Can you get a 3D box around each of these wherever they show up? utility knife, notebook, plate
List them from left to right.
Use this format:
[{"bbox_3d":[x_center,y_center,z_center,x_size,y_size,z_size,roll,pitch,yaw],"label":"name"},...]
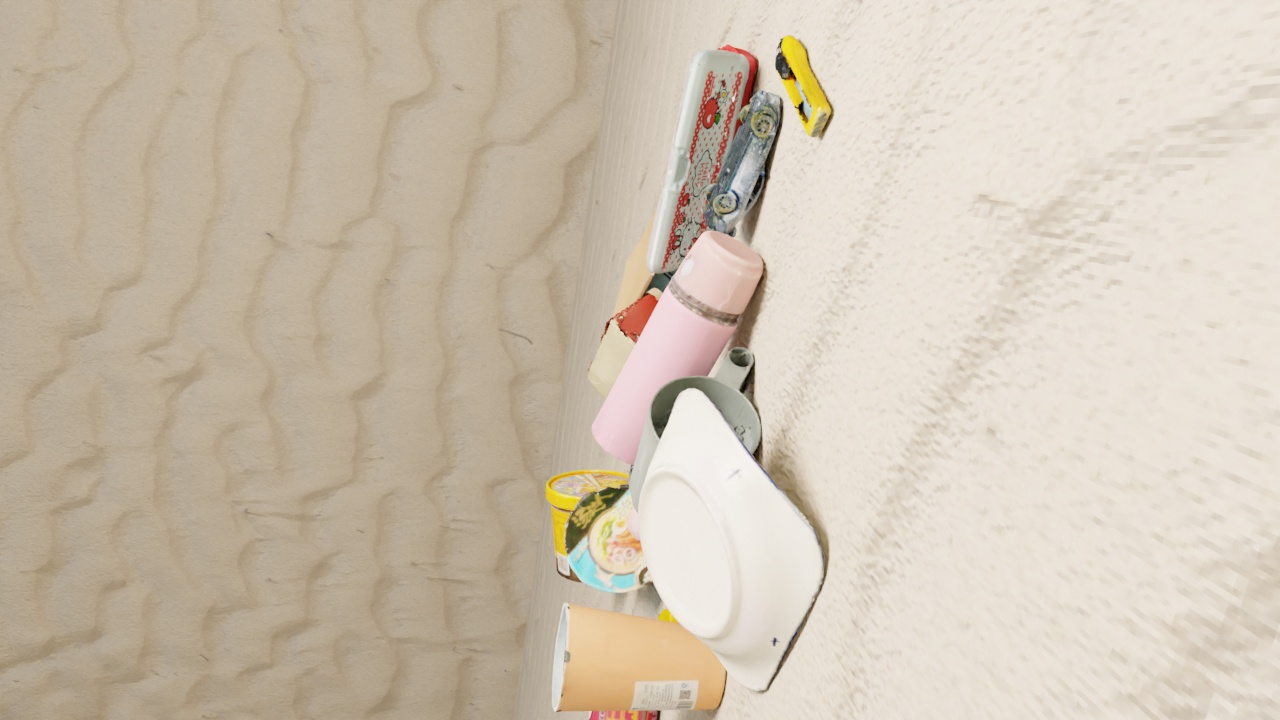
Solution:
[{"bbox_3d":[0.000,-0.101,1.006,0.212,0.012,0.149,123,164,-61],"label":"notebook"},{"bbox_3d":[0.040,0.118,0.588,0.164,0.034,0.164,53,143,38],"label":"plate"},{"bbox_3d":[0.114,-0.202,0.662,0.153,0.015,0.033,-94,12,-54],"label":"utility knife"}]

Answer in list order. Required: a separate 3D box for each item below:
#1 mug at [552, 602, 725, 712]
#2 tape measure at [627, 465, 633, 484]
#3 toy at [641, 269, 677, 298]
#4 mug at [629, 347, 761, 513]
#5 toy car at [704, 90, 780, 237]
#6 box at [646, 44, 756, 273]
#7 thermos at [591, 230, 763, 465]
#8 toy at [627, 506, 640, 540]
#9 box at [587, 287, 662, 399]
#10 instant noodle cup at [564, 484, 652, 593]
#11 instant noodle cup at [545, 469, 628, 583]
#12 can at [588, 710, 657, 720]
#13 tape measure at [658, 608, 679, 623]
[{"bbox_3d":[-0.001,0.228,0.692,0.078,0.122,0.078,-174,91,-83],"label":"mug"},{"bbox_3d":[0.002,0.145,1.077,0.058,0.025,0.055,-105,25,-58],"label":"tape measure"},{"bbox_3d":[0.025,-0.076,1.018,0.161,0.049,0.157,-105,32,-50],"label":"toy"},{"bbox_3d":[0.047,0.063,0.714,0.123,0.084,0.104,-54,-13,-40],"label":"mug"},{"bbox_3d":[0.086,-0.161,0.754,0.054,0.036,0.121,-102,31,-68],"label":"toy car"},{"bbox_3d":[0.061,-0.187,0.854,0.159,0.065,0.201,-53,-23,-64],"label":"box"},{"bbox_3d":[0.028,-0.014,0.758,0.199,0.067,0.087,-63,25,22],"label":"thermos"},{"bbox_3d":[0.023,0.111,0.854,0.160,0.054,0.121,131,150,-64],"label":"toy"},{"bbox_3d":[-0.005,0.006,0.944,0.091,0.077,0.169,51,158,10],"label":"box"},{"bbox_3d":[-0.025,0.198,0.977,0.121,0.111,0.111,98,177,-70],"label":"instant noodle cup"},{"bbox_3d":[-0.059,0.207,1.145,0.118,0.118,0.114,-127,37,-78],"label":"instant noodle cup"},{"bbox_3d":[-0.016,0.332,0.887,0.067,0.066,0.093,129,147,-74],"label":"can"},{"bbox_3d":[0.026,0.246,0.811,0.060,0.029,0.057,124,151,-72],"label":"tape measure"}]
